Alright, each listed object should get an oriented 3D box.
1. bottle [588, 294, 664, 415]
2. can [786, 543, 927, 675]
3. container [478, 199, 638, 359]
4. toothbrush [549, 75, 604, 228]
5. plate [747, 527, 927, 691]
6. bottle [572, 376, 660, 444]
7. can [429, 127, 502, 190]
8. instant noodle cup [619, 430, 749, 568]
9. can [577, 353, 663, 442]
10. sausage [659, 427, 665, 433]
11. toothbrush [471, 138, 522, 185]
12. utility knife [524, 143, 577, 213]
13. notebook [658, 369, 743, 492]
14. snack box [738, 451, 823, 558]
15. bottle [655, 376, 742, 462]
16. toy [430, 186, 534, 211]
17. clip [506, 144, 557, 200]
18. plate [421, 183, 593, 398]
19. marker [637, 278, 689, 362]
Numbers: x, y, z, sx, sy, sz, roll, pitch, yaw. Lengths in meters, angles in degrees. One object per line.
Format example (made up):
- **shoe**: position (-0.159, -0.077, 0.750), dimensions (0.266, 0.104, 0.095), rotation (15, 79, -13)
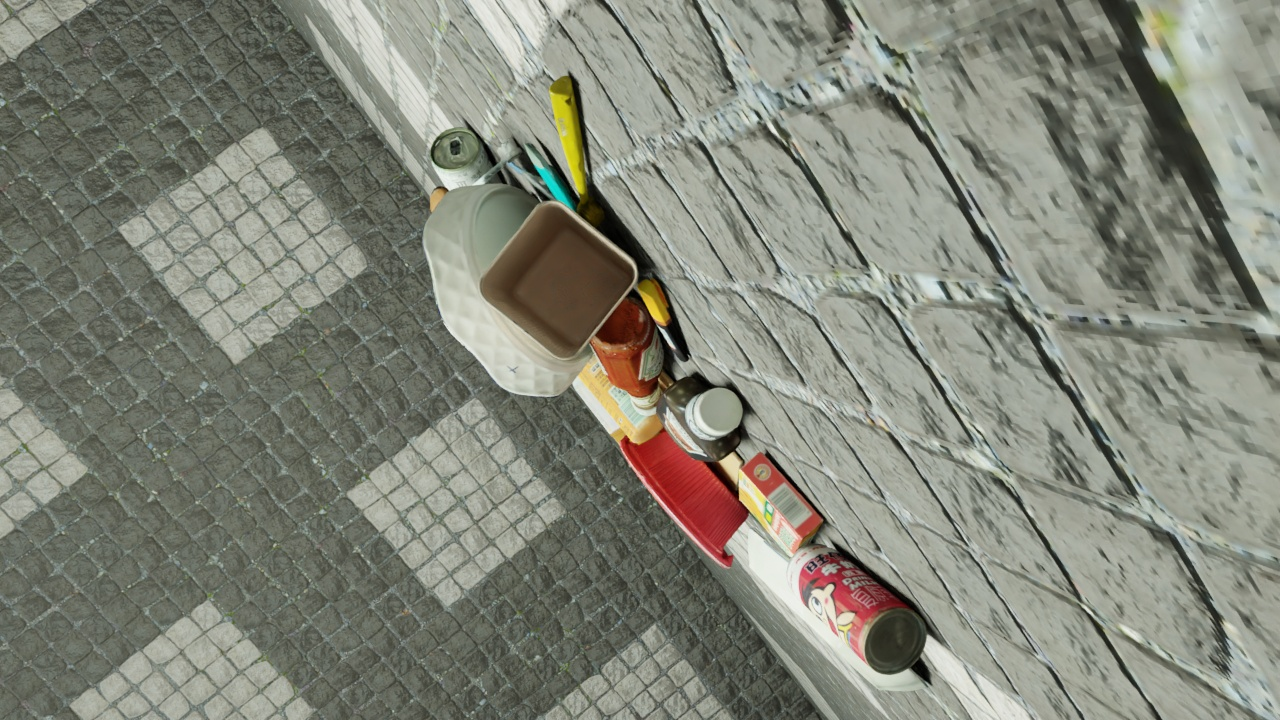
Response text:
- **bottle**: position (-0.005, 0.005, 0.871), dimensions (0.060, 0.059, 0.206), rotation (49, 172, 22)
- **can**: position (0.167, 0.193, 0.729), dimensions (0.053, 0.053, 0.133), rotation (54, 173, -19)
- **container**: position (-0.057, -0.060, 0.705), dimensions (0.090, 0.090, 0.111), rotation (39, -177, -1)
- **toothbrush**: position (-0.039, -0.129, 0.602), dimensions (0.016, 0.015, 0.190), rotation (46, 172, 11)
- **plate**: position (0.179, 0.251, 0.912), dimensions (0.162, 0.034, 0.266), rotation (43, 176, -13)
- **bottle**: position (-0.020, 0.082, 1.319), dimensions (0.189, 0.068, 0.068), rotation (53, 173, -5)
- **can**: position (-0.185, -0.196, 1.030), dimensions (0.058, 0.058, 0.147), rotation (49, 172, 22)
- **instant noodle cup**: position (0.060, 0.145, 1.059), dimensions (0.194, 0.066, 0.194), rotation (47, -177, -3)
- **can**: position (-0.029, 0.021, 1.012), dimensions (0.146, 0.058, 0.058), rotation (49, 173, 20)
- **sausage**: position (0.029, 0.078, 1.112), dimensions (0.021, 0.021, 0.165), rotation (46, 178, 40)
- **toothbrush**: position (-0.161, -0.165, 0.866), dimensions (0.181, 0.016, 0.016), rotation (-22, 98, 52)
- **utility knife**: position (-0.051, -0.118, 0.754), dimensions (0.029, 0.012, 0.151), rotation (47, 174, 48)
- **notebook**: position (0.039, 0.046, 0.996), dimensions (0.211, 0.012, 0.149), rotation (49, 172, 17)
- **snack box**: position (0.122, 0.132, 0.820), dimensions (0.077, 0.027, 0.156), rotation (48, 173, 18)
- **bottle**: position (0.054, 0.050, 0.791), dimensions (0.080, 0.044, 0.195), rotation (51, 172, 3)
- **toy**: position (-0.147, -0.120, 1.005), dimensions (0.200, 0.140, 0.130), rotation (67, -155, -60)
- **clip**: position (-0.083, -0.152, 0.763), dimensions (0.058, 0.045, 0.027), rotation (49, 174, -19)
- **plate**: position (-0.104, -0.069, 0.822), dimensions (0.205, 0.046, 0.204), rotation (39, -142, -39)
- **marker**: position (0.021, -0.029, 0.725), dimensions (0.018, 0.015, 0.124), rotation (43, 172, 30)
